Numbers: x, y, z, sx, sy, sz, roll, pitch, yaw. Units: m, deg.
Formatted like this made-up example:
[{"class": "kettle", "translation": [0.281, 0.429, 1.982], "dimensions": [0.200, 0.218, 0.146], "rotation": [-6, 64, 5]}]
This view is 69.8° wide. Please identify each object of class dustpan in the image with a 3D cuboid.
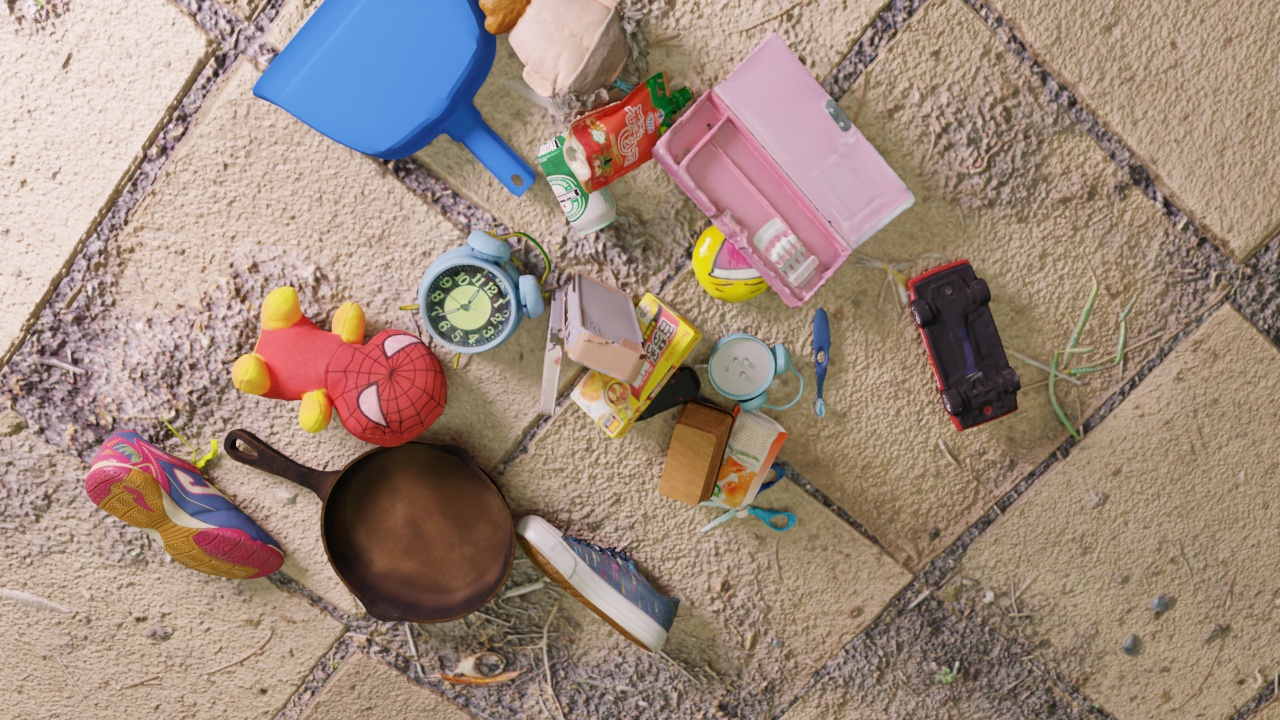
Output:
[{"class": "dustpan", "translation": [-0.209, -0.264, 0.921], "dimensions": [0.246, 0.059, 0.257], "rotation": [-44, 95, 11]}]

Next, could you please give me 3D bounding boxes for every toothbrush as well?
[{"class": "toothbrush", "translation": [0.207, 0.004, 1.052], "dimensions": [0.021, 0.016, 0.132], "rotation": [-5, 109, -4]}]

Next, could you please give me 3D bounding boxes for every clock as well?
[{"class": "clock", "translation": [-0.169, -0.074, 0.987], "dimensions": [0.162, 0.060, 0.118], "rotation": [-41, 104, 6]}, {"class": "clock", "translation": [0.129, 0.015, 1.039], "dimensions": [0.123, 0.042, 0.087], "rotation": [29, 105, -10]}]

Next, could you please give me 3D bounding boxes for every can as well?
[{"class": "can", "translation": [-0.065, -0.185, 0.956], "dimensions": [0.053, 0.053, 0.101], "rotation": [-26, 107, 6]}]

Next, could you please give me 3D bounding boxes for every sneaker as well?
[{"class": "sneaker", "translation": [-0.050, 0.254, 1.105], "dimensions": [0.235, 0.088, 0.079], "rotation": [42, 67, -11]}, {"class": "sneaker", "translation": [-0.503, 0.162, 1.048], "dimensions": [0.116, 0.091, 0.242], "rotation": [-32, 126, 13]}]

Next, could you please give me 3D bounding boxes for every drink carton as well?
[{"class": "drink carton", "translation": [0.118, 0.121, 1.076], "dimensions": [0.069, 0.038, 0.122], "rotation": [30, 110, 16]}]

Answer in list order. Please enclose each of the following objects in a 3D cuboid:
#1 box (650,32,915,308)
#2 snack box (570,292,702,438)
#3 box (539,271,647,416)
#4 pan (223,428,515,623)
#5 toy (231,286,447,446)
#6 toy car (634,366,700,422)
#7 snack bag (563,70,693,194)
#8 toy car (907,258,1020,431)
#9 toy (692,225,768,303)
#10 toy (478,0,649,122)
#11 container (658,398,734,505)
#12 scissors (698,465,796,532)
[{"class": "box", "translation": [0.146, -0.191, 0.953], "dimensions": [0.179, 0.059, 0.233], "rotation": [-42, 102, 4]}, {"class": "snack box", "translation": [-0.006, 0.006, 1.019], "dimensions": [0.075, 0.025, 0.152], "rotation": [43, 104, 22]}, {"class": "box", "translation": [-0.049, -0.024, 0.926], "dimensions": [0.107, 0.216, 0.094], "rotation": [-3, 110, -4]}, {"class": "pan", "translation": [-0.311, 0.165, 1.065], "dimensions": [0.356, 0.043, 0.249], "rotation": [27, 107, -4]}, {"class": "toy", "translation": [-0.313, 0.015, 0.987], "dimensions": [0.216, 0.099, 0.147], "rotation": [22, 76, -11]}, {"class": "toy car", "translation": [0.024, 0.039, 1.045], "dimensions": [0.092, 0.036, 0.042], "rotation": [-23, 108, 5]}, {"class": "snack bag", "translation": [-0.007, -0.236, 0.926], "dimensions": [0.154, 0.044, 0.087], "rotation": [-37, 139, -21]}, {"class": "toy car", "translation": [0.363, -0.016, 1.033], "dimensions": [0.081, 0.056, 0.189], "rotation": [-21, 102, 3]}, {"class": "toy", "translation": [0.104, -0.109, 0.997], "dimensions": [0.095, 0.041, 0.094], "rotation": [-2, 104, -6]}, {"class": "toy", "translation": [-0.078, -0.314, 0.901], "dimensions": [0.176, 0.076, 0.132], "rotation": [34, 87, -18]}, {"class": "container", "translation": [0.060, 0.110, 1.048], "dimensions": [0.063, 0.061, 0.114], "rotation": [18, 108, 13]}, {"class": "scissors", "translation": [0.125, 0.166, 1.107], "dimensions": [0.132, 0.015, 0.110], "rotation": [4, 110, 2]}]
